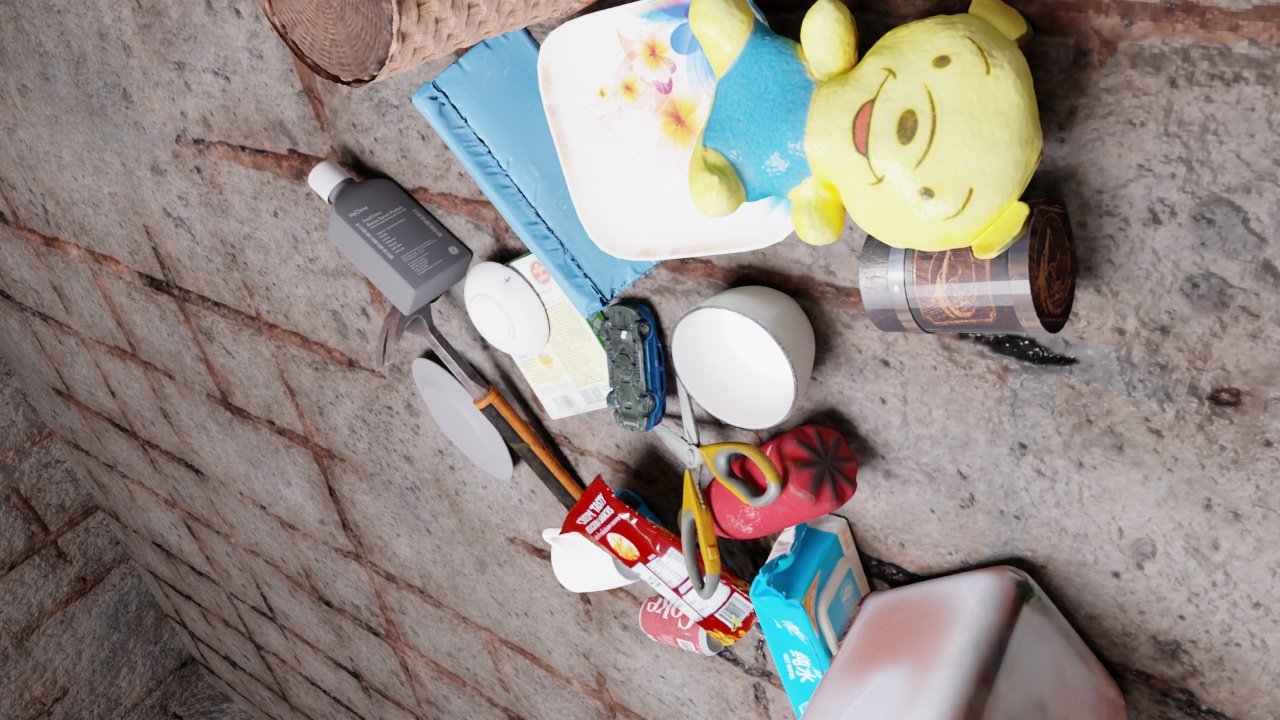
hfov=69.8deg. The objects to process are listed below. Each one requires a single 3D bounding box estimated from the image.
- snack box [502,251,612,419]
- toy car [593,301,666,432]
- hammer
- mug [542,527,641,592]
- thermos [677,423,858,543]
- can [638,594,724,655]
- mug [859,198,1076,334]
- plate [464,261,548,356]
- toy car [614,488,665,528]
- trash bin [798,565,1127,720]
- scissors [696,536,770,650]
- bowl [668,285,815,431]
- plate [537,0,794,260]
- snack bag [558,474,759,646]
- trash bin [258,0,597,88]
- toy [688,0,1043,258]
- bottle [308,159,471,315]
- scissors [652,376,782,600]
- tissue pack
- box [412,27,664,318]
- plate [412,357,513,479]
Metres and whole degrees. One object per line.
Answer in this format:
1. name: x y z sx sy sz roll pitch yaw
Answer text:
1. snack box: -0.084 -0.025 0.901 0.132 0.027 0.168 -15 111 47
2. toy car: -0.005 0.005 0.836 0.056 0.043 0.120 7 109 45
3. hammer: -0.158 0.061 0.983 0.035 0.137 0.314 -26 113 31
4. mug: -0.052 0.208 1.015 0.088 0.080 0.114 -17 141 42
5. thermos: 0.099 0.123 0.826 0.073 0.073 0.241 47 148 -1
6. can: 0.049 0.296 1.033 0.097 0.053 0.054 1 123 41
7. mug: 0.203 -0.073 0.576 0.107 0.079 0.116 0 94 43
8. plate: -0.137 -0.044 0.889 0.104 0.026 0.104 25 137 26
9. toy car: 0.005 0.184 0.983 0.105 0.048 0.032 52 138 -5
10. trash bin: 0.245 0.301 0.706 0.181 0.258 0.158 50 137 -4
11. scissors: 0.107 0.244 0.968 0.141 0.014 0.147 27 137 18
12. bowl: 0.087 -0.009 0.730 0.116 0.065 0.116 23 135 26
13. plate: 0.022 -0.165 0.667 0.187 0.016 0.187 -2 118 28
14. snack bag: 0.020 0.202 0.909 0.208 0.066 0.139 31 149 -2
15. trash bin: -0.121 -0.271 0.582 0.151 0.209 0.151 23 135 25
16. toy: 0.131 -0.141 0.547 0.214 0.083 0.149 11 107 27
17. bottle: -0.263 -0.133 0.925 0.174 0.083 0.046 43 141 6
18. scissors: 0.059 0.099 0.800 0.230 0.016 0.225 -18 80 64
19. tissue pack: 0.164 0.236 0.832 0.066 0.116 0.209 -3 120 38
20. box: -0.071 -0.159 0.773 0.112 0.094 0.231 -37 95 7
21. plate: -0.214 0.073 1.080 0.178 0.012 0.179 37 150 25
